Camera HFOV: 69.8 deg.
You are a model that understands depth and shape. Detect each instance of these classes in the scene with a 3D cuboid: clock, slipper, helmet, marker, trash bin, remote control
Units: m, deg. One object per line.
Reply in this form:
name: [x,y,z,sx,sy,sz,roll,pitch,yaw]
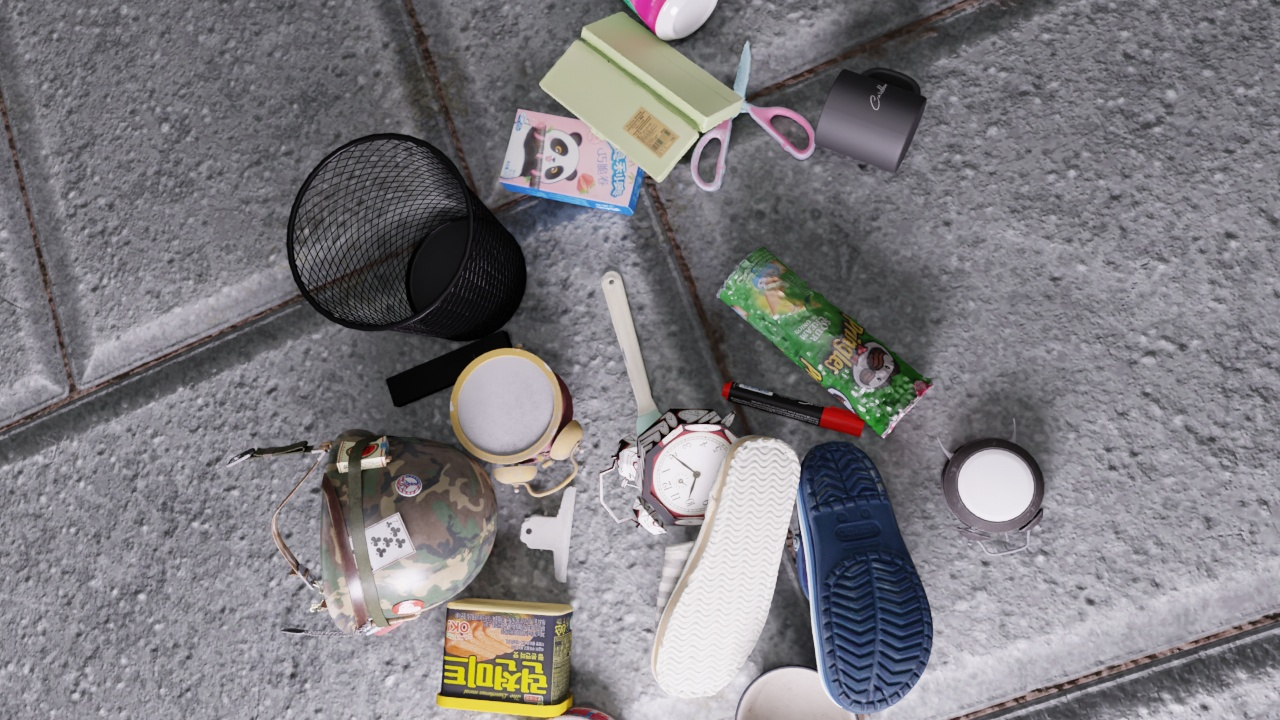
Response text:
clock: [-0.121,0.066,0.960,0.117,0.081,0.159,-32,76,4]
slipper: [0.203,0.203,0.875,0.105,0.095,0.252,-2,65,-6]
clock: [0.337,0.124,0.874,0.091,0.043,0.122,-15,80,10]
helmet: [-0.266,0.166,0.908,0.236,0.223,0.193,2,113,16]
marker: [0.155,0.048,0.935,0.145,0.021,0.023,15,56,13]
slipper: [0.081,0.199,0.894,0.114,0.054,0.273,17,99,-18]
clock: [0.031,0.110,0.916,0.154,0.065,0.115,-20,109,-5]
trash bin: [-0.217,-0.104,0.934,0.184,0.210,0.184,-1,83,12]
remote control: [-0.211,0.010,1.021,0.150,0.013,0.034,-22,80,9]

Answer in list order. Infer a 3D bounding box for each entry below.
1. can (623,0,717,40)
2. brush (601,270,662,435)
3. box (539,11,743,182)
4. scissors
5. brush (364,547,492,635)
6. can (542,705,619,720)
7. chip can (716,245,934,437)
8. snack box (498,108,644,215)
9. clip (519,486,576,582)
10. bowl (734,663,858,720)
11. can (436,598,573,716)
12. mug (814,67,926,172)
can: [0.005,-0.429,0.989,0.088,0.088,0.166,-41,77,4]
brush: [-0.006,0.006,0.980,0.033,0.012,0.217,-18,78,10]
box: [-0.001,-0.289,0.976,0.140,0.048,0.188,-43,71,-10]
scissors: [0.100,-0.254,0.986,0.168,0.014,0.170,-46,77,3]
brush: [-0.234,0.240,0.990,0.172,0.030,0.041,-36,78,5]
can: [-0.064,0.419,0.924,0.130,0.044,0.130,-1,83,12]
chip can: [0.179,-0.023,0.911,0.223,0.075,0.075,41,93,13]
snack box: [-0.072,-0.218,1.009,0.154,0.033,0.088,13,86,13]
clip: [-0.100,0.182,0.976,0.054,0.041,0.101,7,84,-6]
bowl: [0.151,0.346,0.879,0.115,0.059,0.115,-1,83,12]
can: [-0.136,0.301,0.941,0.131,0.072,0.101,1,81,12]
mug: [0.239,-0.254,0.931,0.088,0.078,0.113,24,63,14]
